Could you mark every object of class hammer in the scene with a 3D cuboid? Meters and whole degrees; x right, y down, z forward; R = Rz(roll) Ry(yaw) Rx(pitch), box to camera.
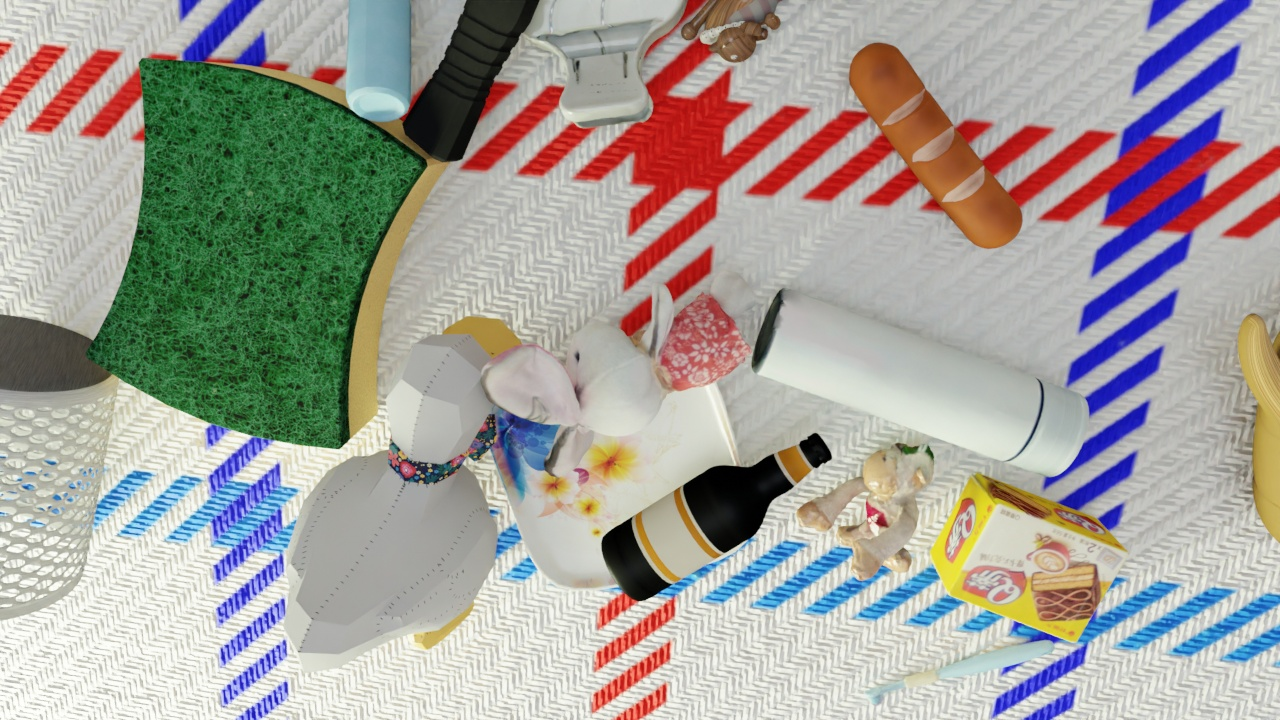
[{"bbox_3d":[-0.057,-0.265,0.548,0.131,0.039,0.329,41,117,10],"label":"hammer"}]

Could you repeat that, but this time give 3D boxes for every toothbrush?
[{"bbox_3d":[0.259,0.253,0.746,0.155,0.016,0.022,-21,136,11],"label":"toothbrush"}]

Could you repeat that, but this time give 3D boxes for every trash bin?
[{"bbox_3d":[-0.488,0.073,0.687,0.156,0.156,0.183,21,104,-2],"label":"trash bin"}]

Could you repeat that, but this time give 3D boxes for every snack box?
[{"bbox_3d":[0.287,0.146,0.688,0.106,0.061,0.084,21,107,-1],"label":"snack box"}]

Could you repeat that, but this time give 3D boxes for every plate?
[{"bbox_3d":[-0.015,0.086,0.720,0.187,0.016,0.187,-16,104,9],"label":"plate"}]

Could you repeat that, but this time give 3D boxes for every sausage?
[{"bbox_3d":[0.198,-0.144,0.620,0.039,0.044,0.164,-41,99,3],"label":"sausage"}]

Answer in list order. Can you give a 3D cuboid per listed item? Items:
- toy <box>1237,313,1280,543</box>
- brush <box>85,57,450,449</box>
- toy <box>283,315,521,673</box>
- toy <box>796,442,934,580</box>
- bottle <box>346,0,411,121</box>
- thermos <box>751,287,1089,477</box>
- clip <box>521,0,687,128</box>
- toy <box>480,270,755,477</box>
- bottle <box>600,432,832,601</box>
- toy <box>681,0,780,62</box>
[{"bbox_3d":[0.484,0.052,0.603,0.199,0.162,0.204,4,117,6],"label":"toy"},{"bbox_3d":[-0.267,-0.076,0.663,0.195,0.075,0.250,20,107,-1],"label":"brush"},{"bbox_3d":[-0.167,0.107,0.648,0.141,0.245,0.268,24,134,4],"label":"toy"},{"bbox_3d":[0.182,0.106,0.679,0.074,0.085,0.106,30,98,-26],"label":"toy"},{"bbox_3d":[-0.172,-0.223,0.605,0.040,0.040,0.130,-7,72,7],"label":"bottle"},{"bbox_3d":[0.197,0.016,0.656,0.230,0.067,0.068,19,107,-1],"label":"thermos"},{"bbox_3d":[-0.028,-0.230,0.610,0.125,0.074,0.144,-4,96,9],"label":"clip"},{"bbox_3d":[-0.004,0.004,0.633,0.194,0.084,0.159,-33,146,0],"label":"toy"},{"bbox_3d":[0.059,0.110,0.679,0.182,0.059,0.059,-34,101,13],"label":"bottle"},{"bbox_3d":[0.074,-0.241,0.605,0.102,0.041,0.055,-45,76,23],"label":"toy"}]
